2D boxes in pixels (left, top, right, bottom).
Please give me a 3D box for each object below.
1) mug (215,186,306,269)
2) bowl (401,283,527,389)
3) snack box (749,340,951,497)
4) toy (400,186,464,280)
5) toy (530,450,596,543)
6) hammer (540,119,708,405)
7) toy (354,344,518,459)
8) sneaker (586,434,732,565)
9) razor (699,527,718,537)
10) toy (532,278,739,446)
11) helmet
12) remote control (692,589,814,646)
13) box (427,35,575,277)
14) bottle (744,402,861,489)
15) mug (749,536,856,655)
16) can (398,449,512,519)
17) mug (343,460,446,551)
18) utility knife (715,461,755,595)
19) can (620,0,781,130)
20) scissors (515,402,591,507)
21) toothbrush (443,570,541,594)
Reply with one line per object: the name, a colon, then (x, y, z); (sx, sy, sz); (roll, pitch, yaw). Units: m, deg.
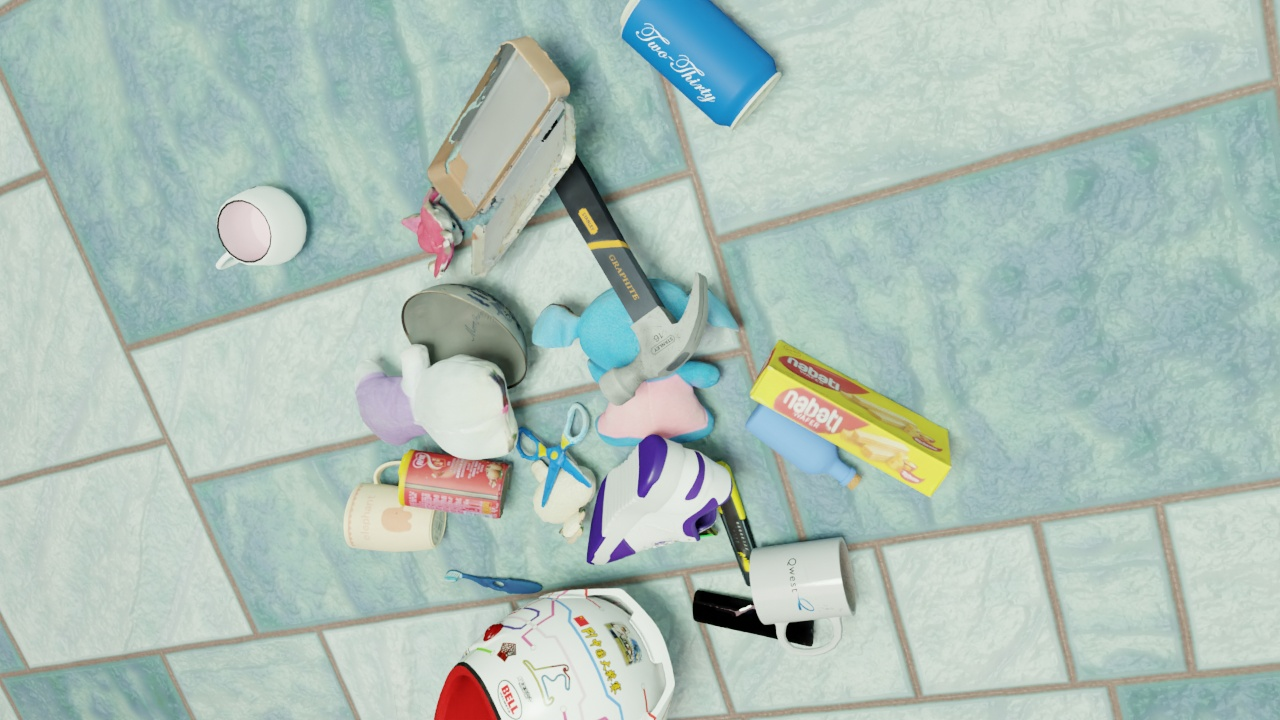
mug: (-0.442, -0.145, 1.059); (0.124, 0.076, 0.090); (-36, 95, 23)
bowl: (-0.184, -0.036, 1.016); (0.151, 0.056, 0.151); (15, 140, 13)
snack box: (0.212, 0.055, 0.921); (0.200, 0.092, 0.042); (29, 114, 6)
toy: (-0.221, -0.135, 1.012); (0.066, 0.050, 0.102); (-45, 57, 36)
toy: (-0.088, 0.158, 1.065); (0.087, 0.050, 0.112); (-36, 71, 23)
hammer: (-0.044, -0.121, 0.910); (0.139, 0.035, 0.312); (-36, 72, 16)
toy: (-0.233, 0.050, 1.028); (0.210, 0.085, 0.138); (-1, 126, 33)
sneaker: (0.020, 0.164, 1.005); (0.111, 0.091, 0.245); (17, 145, -13)
razor: (0.043, 0.138, 1.038); (0.044, 0.021, 0.144); (-15, 104, 32)
toy: (-0.006, 0.006, 0.967); (0.224, 0.098, 0.191); (-4, 111, 8)
helmet: (-0.090, 0.397, 1.050); (0.231, 0.235, 0.315); (57, 139, 28)
remote control: (0.129, 0.299, 1.057); (0.141, 0.021, 0.045); (6, 119, 20)
box: (-0.135, -0.196, 0.912); (0.217, 0.071, 0.156); (-42, 57, 46)
bottle: (0.176, 0.091, 0.968); (0.131, 0.048, 0.048); (37, 114, 2)
mug: (0.179, 0.258, 0.994); (0.096, 0.083, 0.119); (-12, 76, 20)
can: (-0.218, 0.146, 1.078); (0.124, 0.066, 0.067); (9, 110, -1)
mug: (-0.295, 0.180, 1.128); (0.104, 0.085, 0.111); (5, 80, 6)
utility knife: (0.122, 0.221, 1.045); (0.029, 0.020, 0.234); (-15, 106, 23)
can: (0.055, -0.291, 0.861); (0.146, 0.078, 0.079); (42, 114, 0)
scissors: (-0.093, 0.104, 1.051); (0.125, 0.014, 0.131); (38, 101, 30)
toothbrush: (-0.187, 0.280, 1.156); (0.132, 0.016, 0.021); (4, 111, 16)
